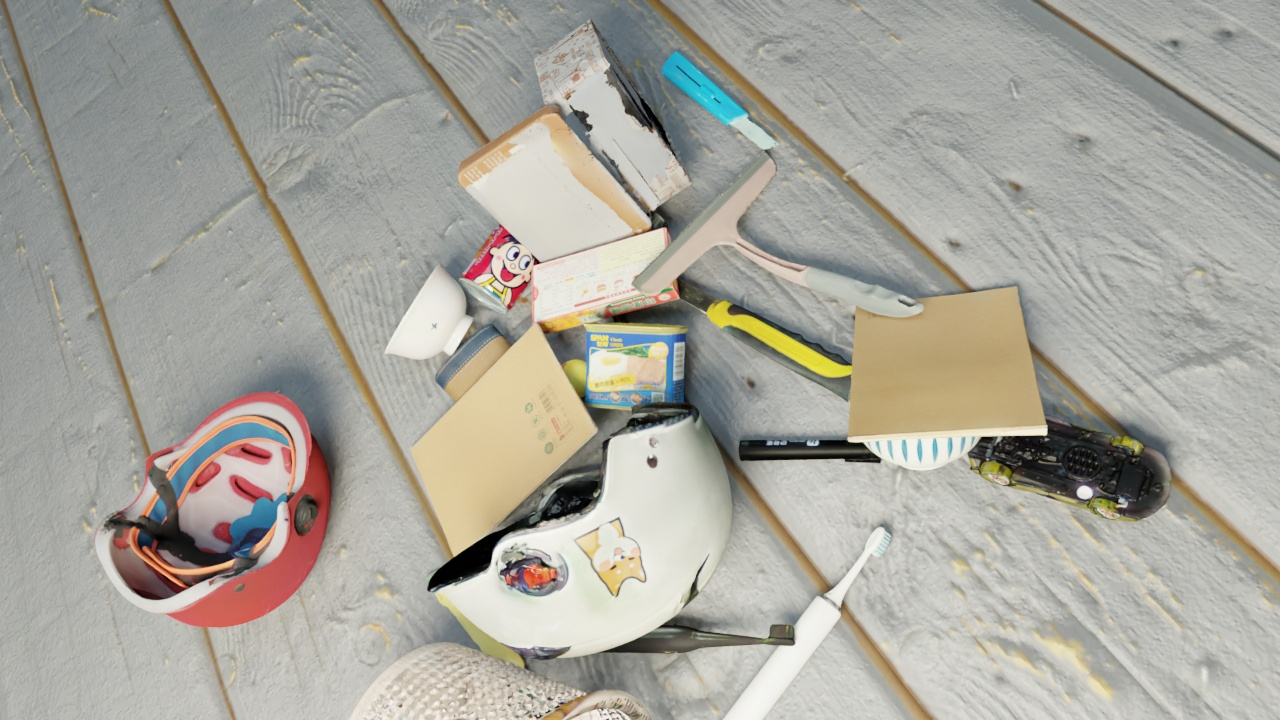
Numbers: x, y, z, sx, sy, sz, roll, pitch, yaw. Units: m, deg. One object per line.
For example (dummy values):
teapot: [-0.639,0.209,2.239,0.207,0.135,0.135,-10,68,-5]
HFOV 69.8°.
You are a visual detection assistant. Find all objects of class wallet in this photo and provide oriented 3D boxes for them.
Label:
wallet: [-0.159,0.026,0.988,0.090,0.033,0.115,-45,60,-2]

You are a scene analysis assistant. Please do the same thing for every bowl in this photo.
bowl: [-0.225,-0.042,1.017,0.064,0.118,0.118,31,75,-11]
bowl: [0.243,0.053,0.798,0.116,0.066,0.116,-11,32,7]

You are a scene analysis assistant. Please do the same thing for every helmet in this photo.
helmet: [-0.029,0.161,0.788,0.274,0.230,0.157,-39,90,2]
helmet: [-0.412,0.166,0.950,0.207,0.144,0.239,10,55,23]

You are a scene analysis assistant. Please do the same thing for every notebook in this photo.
notebook: [-0.145,0.081,0.930,0.208,0.008,0.147,-44,56,18]
notebook: [0.260,-0.001,0.800,0.150,0.012,0.210,-5,33,18]

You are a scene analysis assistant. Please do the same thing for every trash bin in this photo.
trash bin: [-0.128,0.334,0.738,0.192,0.227,0.227,17,71,39]

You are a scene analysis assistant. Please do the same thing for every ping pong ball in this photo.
ping pong ball: [-0.067,0.019,0.952,0.040,0.040,0.040,-8,63,16]

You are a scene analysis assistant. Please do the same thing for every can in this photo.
can: [-0.005,0.005,0.912,0.102,0.057,0.083,4,95,21]
can: [-0.150,-0.108,1.028,0.066,0.066,0.093,27,76,28]

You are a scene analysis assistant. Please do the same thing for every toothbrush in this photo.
toothbrush: [0.144,0.232,0.783,0.221,0.026,0.027,-50,25,-8]
toothbrush: [0.031,0.243,0.805,0.213,0.026,0.027,-8,54,22]

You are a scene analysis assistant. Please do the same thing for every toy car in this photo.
toy car: [0.354,0.087,0.767,0.158,0.042,0.070,19,73,30]

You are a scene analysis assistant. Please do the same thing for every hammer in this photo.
hammer: [0.091,-0.040,0.930,0.323,0.032,0.126,32,79,29]

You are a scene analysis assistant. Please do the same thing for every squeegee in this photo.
squeegee: [0.162,-0.090,0.911,0.250,0.040,0.247,28,56,26]

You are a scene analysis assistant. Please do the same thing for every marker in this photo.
marker: [0.157,0.085,0.854,0.132,0.020,0.022,-2,94,18]

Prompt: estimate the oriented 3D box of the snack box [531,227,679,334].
snack box: [-0.039,-0.083,0.961,0.156,0.027,0.077,-14,59,16]

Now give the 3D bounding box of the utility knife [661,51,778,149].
utility knife: [0.090,-0.297,1.059,0.034,0.018,0.204,-38,58,-5]

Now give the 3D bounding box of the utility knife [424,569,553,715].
utility knife: [-0.144,0.268,0.872,0.031,0.021,0.206,-48,54,-2]

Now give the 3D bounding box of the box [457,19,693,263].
box: [-0.073,-0.214,0.982,0.194,0.183,0.156,-31,38,14]
